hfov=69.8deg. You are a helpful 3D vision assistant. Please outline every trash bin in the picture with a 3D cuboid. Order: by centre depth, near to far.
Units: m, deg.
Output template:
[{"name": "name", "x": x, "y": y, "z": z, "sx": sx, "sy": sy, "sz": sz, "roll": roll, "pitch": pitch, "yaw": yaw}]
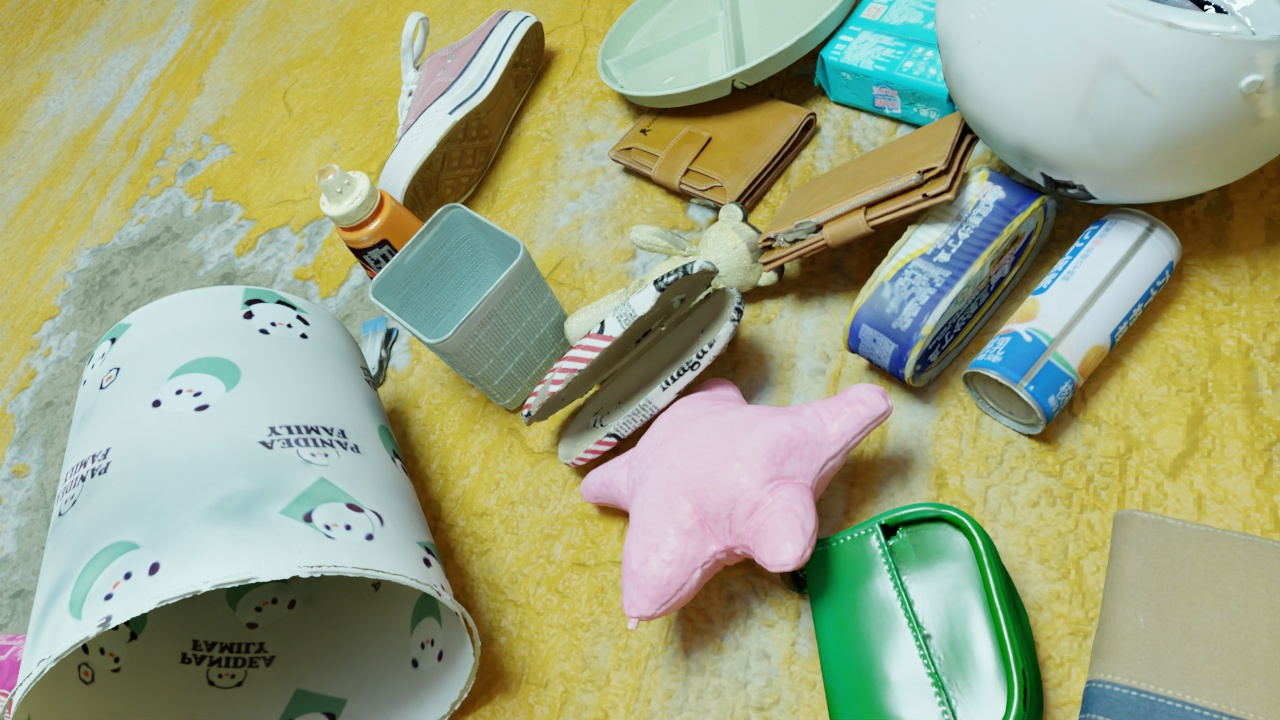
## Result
[{"name": "trash bin", "x": -0.239, "y": 0.101, "z": 0.557, "sx": 0.229, "sy": 0.230, "sz": 0.251, "roll": -31, "pitch": 47, "yaw": 2}]

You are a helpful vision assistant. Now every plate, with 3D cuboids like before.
[{"name": "plate", "x": 0.071, "y": -0.280, "z": 0.746, "sx": 0.230, "sy": 0.027, "sz": 0.229, "roll": -18, "pitch": 43, "yaw": 17}]

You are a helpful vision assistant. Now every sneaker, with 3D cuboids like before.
[{"name": "sneaker", "x": -0.168, "y": -0.218, "z": 0.786, "sx": 0.088, "sy": 0.118, "sz": 0.240, "roll": 19, "pitch": 62, "yaw": 12}]

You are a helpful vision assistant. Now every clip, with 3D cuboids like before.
[{"name": "clip", "x": -0.209, "y": -0.006, "z": 0.727, "sx": 0.026, "sy": 0.038, "sz": 0.058, "roll": -10, "pitch": 55, "yaw": 14}]

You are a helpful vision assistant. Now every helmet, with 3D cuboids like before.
[{"name": "helmet", "x": 0.273, "y": -0.179, "z": 0.531, "sx": 0.257, "sy": 0.146, "sz": 0.229, "roll": -19, "pitch": 67, "yaw": -43}]

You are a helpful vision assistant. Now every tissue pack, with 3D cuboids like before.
[{"name": "tissue pack", "x": 0.200, "y": -0.223, "z": 0.669, "sx": 0.133, "sy": 0.050, "sz": 0.093, "roll": 31, "pitch": 77, "yaw": 35}]

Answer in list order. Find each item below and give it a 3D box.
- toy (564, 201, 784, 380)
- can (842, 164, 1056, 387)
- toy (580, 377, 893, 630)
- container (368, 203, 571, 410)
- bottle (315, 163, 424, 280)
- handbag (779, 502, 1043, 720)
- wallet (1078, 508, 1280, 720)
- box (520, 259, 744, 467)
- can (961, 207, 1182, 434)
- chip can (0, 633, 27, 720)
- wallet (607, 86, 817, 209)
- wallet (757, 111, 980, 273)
[{"name": "toy", "x": 0.020, "y": -0.043, "z": 0.632, "sx": 0.157, "sy": 0.066, "sz": 0.105, "roll": -32, "pitch": 86, "yaw": 6}, {"name": "can", "x": 0.187, "y": -0.052, "z": 0.554, "sx": 0.049, "sy": 0.075, "sz": 0.148, "roll": 36, "pitch": 76, "yaw": 32}, {"name": "toy", "x": 0.035, "y": 0.075, "z": 0.526, "sx": 0.195, "sy": 0.074, "sz": 0.178, "roll": 1, "pitch": 45, "yaw": 51}, {"name": "container", "x": -0.111, "y": -0.033, "z": 0.643, "sx": 0.090, "sy": 0.111, "sz": 0.090, "roll": 33, "pitch": 76, "yaw": 34}, {"name": "bottle", "x": -0.192, "y": -0.093, "z": 0.690, "sx": 0.067, "sy": 0.149, "sz": 0.066, "roll": -11, "pitch": 57, "yaw": 17}, {"name": "handbag", "x": 0.134, "y": 0.143, "z": 0.466, "sx": 0.120, "sy": 0.068, "sz": 0.131, "roll": -17, "pitch": 56, "yaw": 22}, {"name": "wallet", "x": 0.264, "y": 0.134, "z": 0.434, "sx": 0.090, "sy": 0.033, "sz": 0.115, "roll": 10, "pitch": 64, "yaw": 25}, {"name": "box", "x": 0.003, "y": 0.009, "z": 0.585, "sx": 0.164, "sy": 0.075, "sz": 0.082, "roll": -43, "pitch": 82, "yaw": 20}, {"name": "can", "x": 0.247, "y": -0.024, "z": 0.524, "sx": 0.134, "sy": 0.053, "sz": 0.053, "roll": -47, "pitch": 54, "yaw": -9}, {"name": "chip can", "x": -0.468, "y": 0.230, "z": 0.655, "sx": 0.211, "sy": 0.071, "sz": 0.071, "roll": -6, "pitch": 58, "yaw": 20}, {"name": "wallet", "x": 0.050, "y": -0.166, "z": 0.711, "sx": 0.131, "sy": 0.035, "sz": 0.119, "roll": 30, "pitch": 69, "yaw": 34}, {"name": "wallet", "x": 0.143, "y": -0.107, "z": 0.583, "sx": 0.132, "sy": 0.031, "sz": 0.107, "roll": -22, "pitch": 21, "yaw": 38}]
